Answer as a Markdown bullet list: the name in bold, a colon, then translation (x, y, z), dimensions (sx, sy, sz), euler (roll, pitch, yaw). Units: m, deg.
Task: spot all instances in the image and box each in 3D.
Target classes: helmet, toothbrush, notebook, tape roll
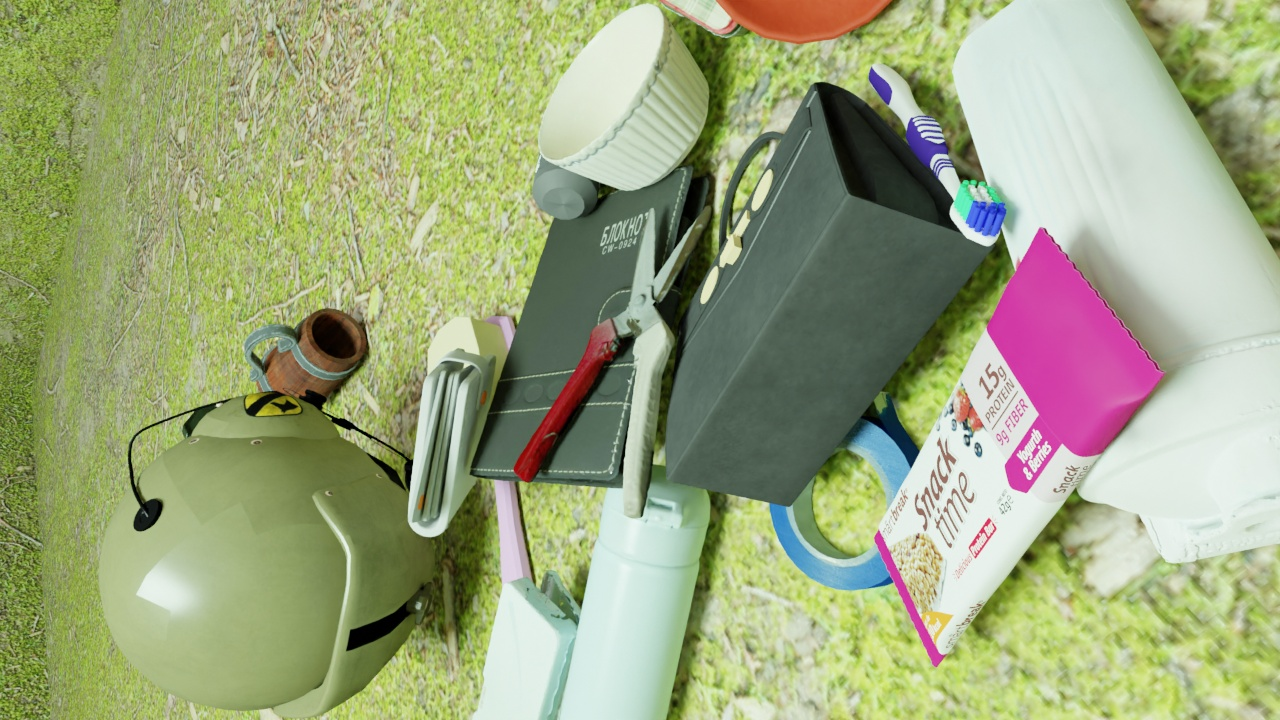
- **helmet**: translation (-0.277, 0.158, 0.719), dimensions (0.233, 0.255, 0.250), euler (29, 108, 51)
- **toothbrush**: translation (0.129, -0.103, 0.418), dimensions (0.186, 0.015, 0.016), euler (-93, 8, -53)
- **notebook**: translation (-0.035, -0.020, 0.606), dimensions (0.170, 0.029, 0.208), euler (-8, 64, 50)
- **tape roll**: translation (0.108, 0.073, 0.478), dimensions (0.093, 0.016, 0.091), euler (-39, 57, 40)

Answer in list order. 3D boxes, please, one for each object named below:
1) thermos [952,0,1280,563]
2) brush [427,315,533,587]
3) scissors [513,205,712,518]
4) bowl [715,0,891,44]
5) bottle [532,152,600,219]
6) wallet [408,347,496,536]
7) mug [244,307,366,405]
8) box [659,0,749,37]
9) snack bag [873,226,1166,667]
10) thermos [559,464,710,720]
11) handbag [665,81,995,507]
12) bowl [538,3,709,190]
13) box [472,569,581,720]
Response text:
- **thermos**: translation (0.189, -0.039, 0.350), dimensions (0.100, 0.099, 0.220), euler (-34, 55, 42)
- **brush**: translation (-0.123, 0.073, 0.729), dimensions (0.089, 0.043, 0.228), euler (-30, 63, 44)
- **scissors**: translation (-0.010, 0.007, 0.522), dimensions (0.199, 0.015, 0.179), euler (-45, 40, 20)
- **bowl**: translation (0.089, -0.234, 0.489), dimensions (0.122, 0.122, 0.035), euler (-62, 0, 23)
- **bottle**: translation (-0.049, -0.148, 0.656), dimensions (0.047, 0.047, 0.112), euler (-41, 33, 39)
- **wallet**: translation (-0.133, 0.056, 0.631), dimensions (0.115, 0.037, 0.118), euler (-74, -4, -74)
- **mug**: translation (-0.361, -0.002, 0.964), dimensions (0.111, 0.117, 0.081), euler (-35, 60, 38)
- **box**: translation (-0.001, -0.290, 0.545), dimensions (0.205, 0.050, 0.118), euler (34, 116, 6)
- **snack bag**: translation (0.132, 0.046, 0.358), dimensions (0.197, 0.016, 0.070), euler (98, 161, -47)
- **thermos**: translation (-0.006, 0.168, 0.564), dimensions (0.078, 0.065, 0.207), euler (-65, -13, -84)
- **handbag**: translation (0.072, -0.058, 0.490), dimensions (0.195, 0.072, 0.176), euler (-97, 28, -48)
- **bowl**: translation (-0.005, -0.160, 0.587), dimensions (0.116, 0.062, 0.115), euler (-32, 41, 34)
- **box**: translation (-0.080, 0.246, 0.633), dimensions (0.083, 0.067, 0.199), euler (-124, 44, -63)
